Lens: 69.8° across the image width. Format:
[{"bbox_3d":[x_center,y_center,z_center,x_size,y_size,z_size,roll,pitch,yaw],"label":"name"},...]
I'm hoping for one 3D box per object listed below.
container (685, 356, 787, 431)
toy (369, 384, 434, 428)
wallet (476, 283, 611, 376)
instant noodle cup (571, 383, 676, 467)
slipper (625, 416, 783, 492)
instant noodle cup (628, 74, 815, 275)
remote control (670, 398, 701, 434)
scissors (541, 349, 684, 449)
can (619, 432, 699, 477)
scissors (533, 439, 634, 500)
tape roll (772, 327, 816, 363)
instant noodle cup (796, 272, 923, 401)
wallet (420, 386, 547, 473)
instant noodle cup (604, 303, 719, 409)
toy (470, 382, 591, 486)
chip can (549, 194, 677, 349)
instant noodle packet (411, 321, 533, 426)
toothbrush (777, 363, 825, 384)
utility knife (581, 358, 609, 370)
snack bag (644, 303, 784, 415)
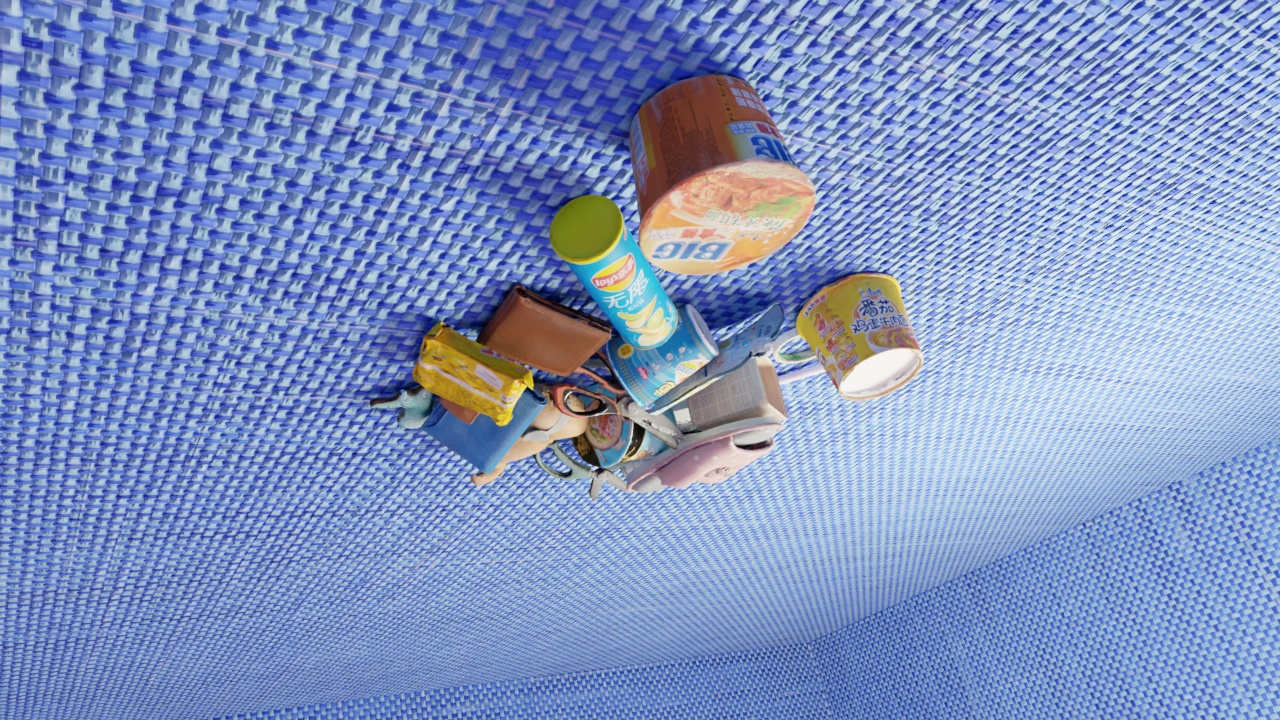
[{"bbox_3d":[0.125,0.047,1.237,0.111,0.090,0.090,-21,153,20],"label":"container"},{"bbox_3d":[-0.279,0.056,1.119,0.096,0.030,0.092,-8,149,-17],"label":"toy"},{"bbox_3d":[-0.106,-0.031,1.012,0.124,0.032,0.101,21,140,-26],"label":"wallet"},{"bbox_3d":[-0.014,0.089,1.238,0.111,0.111,0.120,-33,155,33],"label":"instant noodle cup"},{"bbox_3d":[0.083,0.141,1.244,0.114,0.054,0.275,4,154,-44],"label":"slipper"},{"bbox_3d":[0.060,-0.160,0.777,0.151,0.111,0.151,-11,153,-6],"label":"instant noodle cup"},{"bbox_3d":[0.077,0.093,1.373,0.058,0.021,0.150,-14,153,0],"label":"remote control"},{"bbox_3d":[-0.030,0.062,1.133,0.192,0.207,0.015,-25,-161,-28],"label":"scissors"},{"bbox_3d":[0.043,0.144,1.379,0.147,0.058,0.058,-11,157,26],"label":"can"},{"bbox_3d":[-0.060,0.133,1.343,0.170,0.019,0.180,34,114,-25],"label":"scissors"},{"bbox_3d":[0.218,-0.023,1.226,0.085,0.014,0.086,-11,153,-6],"label":"tape roll"},{"bbox_3d":[0.275,-0.023,1.130,0.138,0.109,0.138,-12,146,-8],"label":"instant noodle cup"},{"bbox_3d":[-0.188,0.063,1.097,0.106,0.040,0.133,37,116,-7],"label":"wallet"},{"bbox_3d":[0.030,-0.010,1.082,0.110,0.099,0.099,-31,150,13],"label":"instant noodle cup"},{"bbox_3d":[-0.172,0.097,1.196,0.143,0.082,0.227,26,137,-36],"label":"toy"},{"bbox_3d":[-0.022,-0.082,0.932,0.071,0.071,0.210,-19,153,9],"label":"chip can"},{"bbox_3d":[-0.185,0.017,1.017,0.128,0.044,0.111,28,144,-6],"label":"instant noodle packet"},{"bbox_3d":[0.273,0.002,1.295,0.189,0.021,0.029,-20,-175,14],"label":"toothbrush"},{"bbox_3d":[-0.007,0.007,1.168,0.219,0.022,0.031,-3,151,-35],"label":"utility knife"},{"bbox_3d":[0.091,0.002,1.121,0.191,0.039,0.110,-30,-171,26],"label":"snack bag"}]
